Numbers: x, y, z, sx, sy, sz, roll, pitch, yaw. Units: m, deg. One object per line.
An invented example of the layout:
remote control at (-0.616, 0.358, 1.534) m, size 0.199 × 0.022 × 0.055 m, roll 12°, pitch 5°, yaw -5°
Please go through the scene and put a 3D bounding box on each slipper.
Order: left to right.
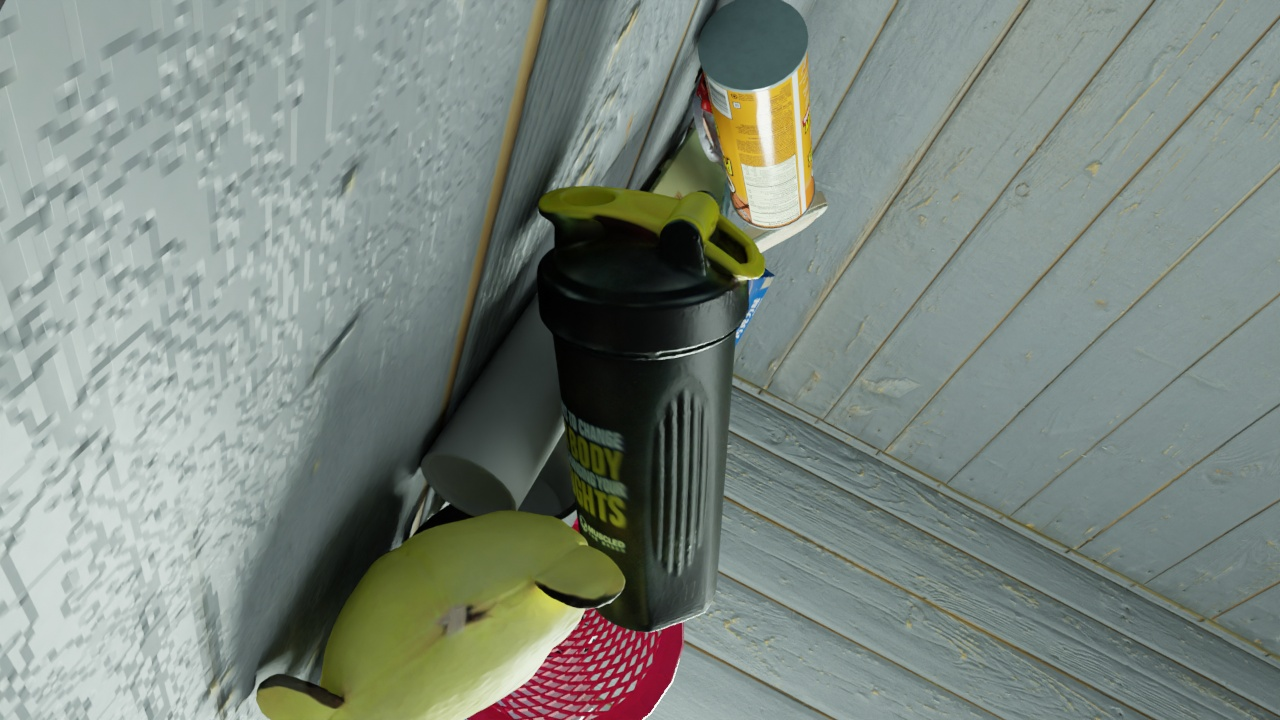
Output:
slipper at (0.063, -0.074, 0.874) m, size 0.273 × 0.054 × 0.114 m, roll -33°, pitch 171°, yaw 10°

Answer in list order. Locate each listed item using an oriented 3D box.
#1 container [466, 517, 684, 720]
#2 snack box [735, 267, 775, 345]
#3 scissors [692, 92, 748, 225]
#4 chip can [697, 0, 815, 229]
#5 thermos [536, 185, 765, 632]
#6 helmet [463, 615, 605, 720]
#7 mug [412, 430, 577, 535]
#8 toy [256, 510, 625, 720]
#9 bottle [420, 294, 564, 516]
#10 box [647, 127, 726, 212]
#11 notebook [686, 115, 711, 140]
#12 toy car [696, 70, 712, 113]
container at (-0.078, 0.199, 0.791) m, size 0.183 × 0.183 × 0.226 m, roll -63°, pitch -169°, yaw -2°
snack box at (-0.004, 0.004, 0.708) m, size 0.154 × 0.069 × 0.203 m, roll -10°, pitch 133°, yaw -52°
scissors at (0.083, -0.193, 0.851) m, size 0.172 × 0.013 × 0.170 m, roll 60°, pitch 37°, yaw -48°
chip can at (0.097, -0.182, 0.718) m, size 0.075 × 0.075 × 0.215 m, roll -62°, pitch 162°, yaw -10°
thermos at (0.005, 0.027, 0.446) m, size 0.097 × 0.098 × 0.221 m, roll -61°, pitch 153°, yaw -58°
helmet at (-0.161, 0.354, 0.964) m, size 0.237 × 0.163 × 0.263 m, roll -59°, pitch -174°, yaw 10°
mug at (-0.088, 0.088, 0.551) m, size 0.113 × 0.078 × 0.088 m, roll -30°, pitch 161°, yaw -30°
toy at (-0.092, 0.127, 0.434) m, size 0.148 × 0.084 × 0.214 m, roll -35°, pitch 170°, yaw -18°
bottle at (-0.046, -0.006, 0.501) m, size 0.194 × 0.052 × 0.053 m, roll -61°, pitch 178°, yaw -38°
box at (0.036, -0.131, 0.826) m, size 0.091 × 0.077 × 0.187 m, roll -65°, pitch 179°, yaw 39°
notebook at (0.067, -0.249, 1.000) m, size 0.141 × 0.008 × 0.209 m, roll -62°, pitch 179°, yaw -18°
toy car at (0.076, -0.247, 0.754) m, size 0.091 × 0.036 × 0.042 m, roll -62°, pitch 178°, yaw 4°
